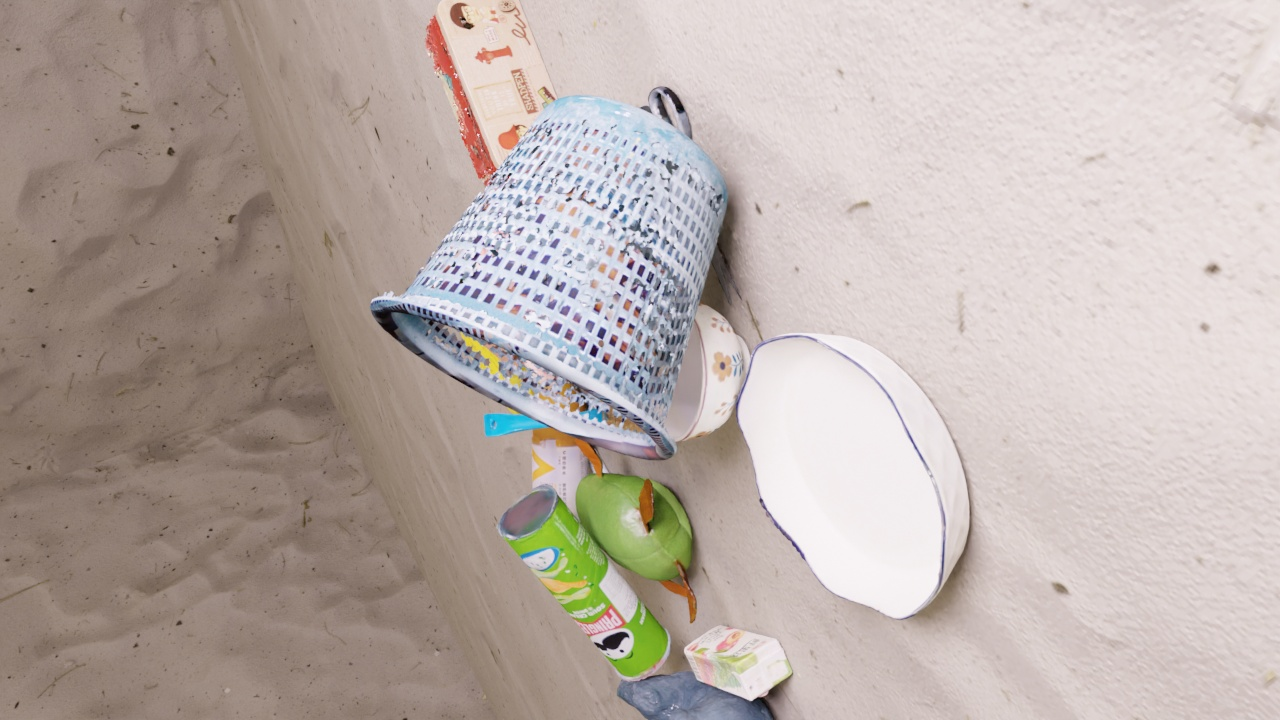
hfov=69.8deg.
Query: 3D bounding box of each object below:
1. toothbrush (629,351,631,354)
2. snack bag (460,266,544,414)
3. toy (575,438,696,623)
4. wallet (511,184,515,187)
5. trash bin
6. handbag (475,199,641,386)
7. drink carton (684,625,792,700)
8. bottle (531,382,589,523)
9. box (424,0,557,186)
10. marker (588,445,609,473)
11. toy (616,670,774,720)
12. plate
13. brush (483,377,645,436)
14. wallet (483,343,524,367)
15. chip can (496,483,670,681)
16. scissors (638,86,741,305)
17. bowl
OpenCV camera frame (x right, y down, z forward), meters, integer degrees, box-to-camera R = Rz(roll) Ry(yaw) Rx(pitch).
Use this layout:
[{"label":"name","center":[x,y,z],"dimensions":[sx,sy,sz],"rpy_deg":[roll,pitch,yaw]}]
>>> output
[{"label":"toothbrush","center":[-0.005,0.005,0.919],"dimensions":[0.018,0.016,0.192],"rpy_deg":[46,150,20]},{"label":"snack bag","center":[-0.188,-0.046,1.192],"dimensions":[0.246,0.068,0.158],"rpy_deg":[48,149,38]},{"label":"toy","center":[-0.007,0.173,0.975],"dimensions":[0.227,0.089,0.247],"rpy_deg":[62,162,-16]},{"label":"wallet","center":[-0.159,-0.246,0.999],"dimensions":[0.133,0.040,0.106],"rpy_deg":[38,147,47]},{"label":"trash bin","center":[-0.041,-0.064,0.644],"dimensions":[0.226,0.194,0.227],"rpy_deg":[24,166,6]},{"label":"handbag","center":[-0.062,-0.100,0.887],"dimensions":[0.193,0.093,0.235],"rpy_deg":[62,143,14]},{"label":"drink carton","center":[0.095,0.301,0.913],"dimensions":[0.045,0.053,0.123],"rpy_deg":[66,156,-1]},{"label":"bottle","center":[-0.096,0.100,1.092],"dimensions":[0.068,0.068,0.189],"rpy_deg":[9,101,63]},{"label":"box","center":[-0.141,-0.256,0.883],"dimensions":[0.080,0.091,0.168],"rpy_deg":[-19,93,63]},{"label":"marker","center":[-0.035,0.156,1.103],"dimensions":[0.130,0.018,0.023],"rpy_deg":[58,170,19]},{"label":"toy","center":[0.067,0.378,0.948],"dimensions":[0.357,0.137,0.091],"rpy_deg":[164,115,-72]},{"label":"plate","center":[0.143,0.073,0.631],"dimensions":[0.205,0.045,0.205],"rpy_deg":[48,150,39]},{"label":"brush","center":[-0.070,0.057,0.933],"dimensions":[0.255,0.045,0.083],"rpy_deg":[-8,86,35]},{"label":"wallet","center":[-0.141,-0.056,1.057],"dimensions":[0.101,0.020,0.115],"rpy_deg":[36,101,44]},{"label":"chip can","center":[-0.054,0.232,0.948],"dimensions":[0.072,0.072,0.236],"rpy_deg":[23,150,58]},{"label":"scissors","center":[0.041,-0.130,0.710],"dimensions":[0.172,0.014,0.145],"rpy_deg":[51,152,31]},{"label":"bowl","center":[0.049,0.006,0.733],"dimensions":[0.114,0.062,0.113],"rpy_deg":[176,90,-65]}]
